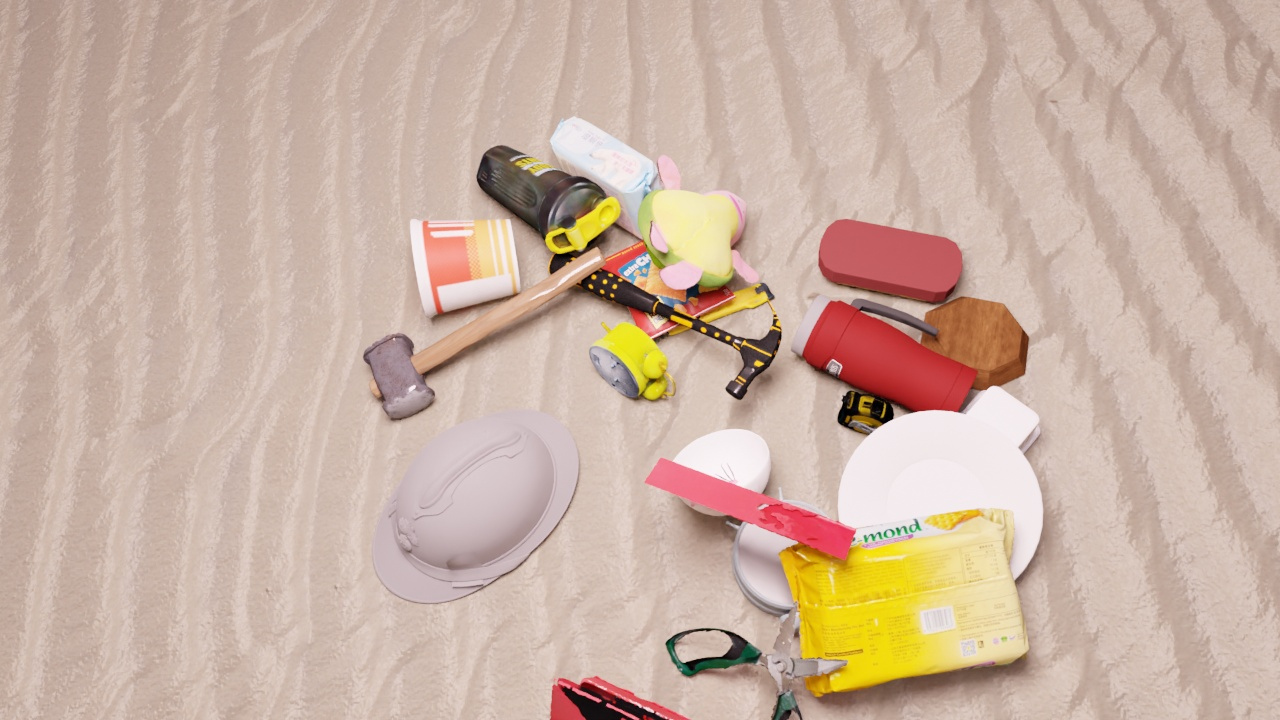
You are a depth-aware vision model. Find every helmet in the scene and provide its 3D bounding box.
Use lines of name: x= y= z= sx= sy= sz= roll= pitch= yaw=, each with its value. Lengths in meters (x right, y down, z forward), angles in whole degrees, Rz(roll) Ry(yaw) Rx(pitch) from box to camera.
helmet: x=-0.197 y=0.143 z=1.022 sx=0.270 sy=0.118 sz=0.183 roll=-40 pitch=67 yaw=-12

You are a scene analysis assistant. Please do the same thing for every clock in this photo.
clock: x=0.167 y=0.222 z=0.989 sx=0.122 sy=0.045 sz=0.159 roll=-31 pitch=64 yaw=-9
clock: x=-0.007 y=0.006 z=1.094 sx=0.119 sy=0.083 sz=0.057 roll=36 pitch=66 yaw=22

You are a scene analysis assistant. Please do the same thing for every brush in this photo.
brush: x=0.310 y=-0.122 z=1.151 sx=0.173 sy=0.042 sz=0.082 roll=13 pitch=65 yaw=12

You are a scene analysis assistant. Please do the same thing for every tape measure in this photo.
tape measure: x=0.258 y=0.063 z=1.051 sx=0.061 sy=0.062 sz=0.034 roll=13 pitch=68 yaw=13

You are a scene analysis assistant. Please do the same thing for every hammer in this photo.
hammer: x=-0.187 y=-0.045 z=1.126 sx=0.328 sy=0.052 sz=0.098 roll=-30 pitch=65 yaw=1
hammer: x=0.021 y=-0.067 z=1.111 sx=0.321 sy=0.036 sz=0.123 roll=26 pitch=75 yaw=25

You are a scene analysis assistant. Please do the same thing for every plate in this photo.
plate: x=0.404 y=-0.027 z=1.103 sx=0.131 sy=0.025 sz=0.131 roll=-2 pitch=63 yaw=4
plate: x=0.320 y=0.159 z=0.989 sx=0.209 sy=0.015 sz=0.208 roll=-1 pitch=85 yaw=15

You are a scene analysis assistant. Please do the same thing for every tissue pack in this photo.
tissue pack: x=-0.031 y=-0.234 z=1.188 sx=0.182 sy=0.112 sz=0.070 roll=37 pitch=76 yaw=30

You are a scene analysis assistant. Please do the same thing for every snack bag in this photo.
snack bag: x=0.030 y=-0.101 z=1.168 sx=0.130 sy=0.039 sz=0.144 roll=-27 pitch=58 yaw=-8
snack bag: x=0.269 y=0.244 z=0.919 sx=0.247 sy=0.068 sz=0.159 roll=-9 pitch=90 yaw=-4

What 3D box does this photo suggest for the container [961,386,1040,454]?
container: x=0.388 y=0.089 z=1.033 sx=0.081 sy=0.050 sz=0.129 roll=40 pitch=73 yaw=22

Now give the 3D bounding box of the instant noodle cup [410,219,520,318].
instant noodle cup: x=-0.219 y=-0.124 z=1.165 sx=0.121 sy=0.124 sz=0.123 roll=-9 pitch=62 yaw=-8

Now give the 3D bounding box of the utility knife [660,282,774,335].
utility knife: x=0.062 y=-0.051 z=1.156 sx=0.224 sy=0.019 sz=0.030 roll=-22 pitch=55 yaw=-2

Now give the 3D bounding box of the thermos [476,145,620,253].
thermos: x=-0.127 y=-0.211 z=1.185 sx=0.098 sy=0.098 sz=0.221 roll=-42 pitch=49 yaw=-15

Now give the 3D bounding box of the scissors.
scissors: x=0.120 y=0.341 z=0.917 sx=0.202 sy=0.015 sz=0.204 roll=-15 pitch=79 yaw=34

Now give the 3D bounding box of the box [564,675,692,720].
box: x=-0.058 y=0.514 z=0.778 sx=0.214 sy=0.171 sz=0.476 roll=20 pitch=41 yaw=18

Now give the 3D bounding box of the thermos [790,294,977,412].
thermos: x=0.287 y=-0.010 z=1.071 sx=0.199 sy=0.084 sz=0.108 roll=28 pitch=76 yaw=16

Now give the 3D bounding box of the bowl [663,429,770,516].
bowl: x=0.094 y=0.132 z=1.024 sx=0.115 sy=0.051 sz=0.114 roll=-17 pitch=30 yaw=10

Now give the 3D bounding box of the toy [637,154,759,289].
toy: x=0.065 y=-0.154 z=1.104 sx=0.190 sy=0.088 sz=0.237 roll=48 pitch=35 yaw=-4
